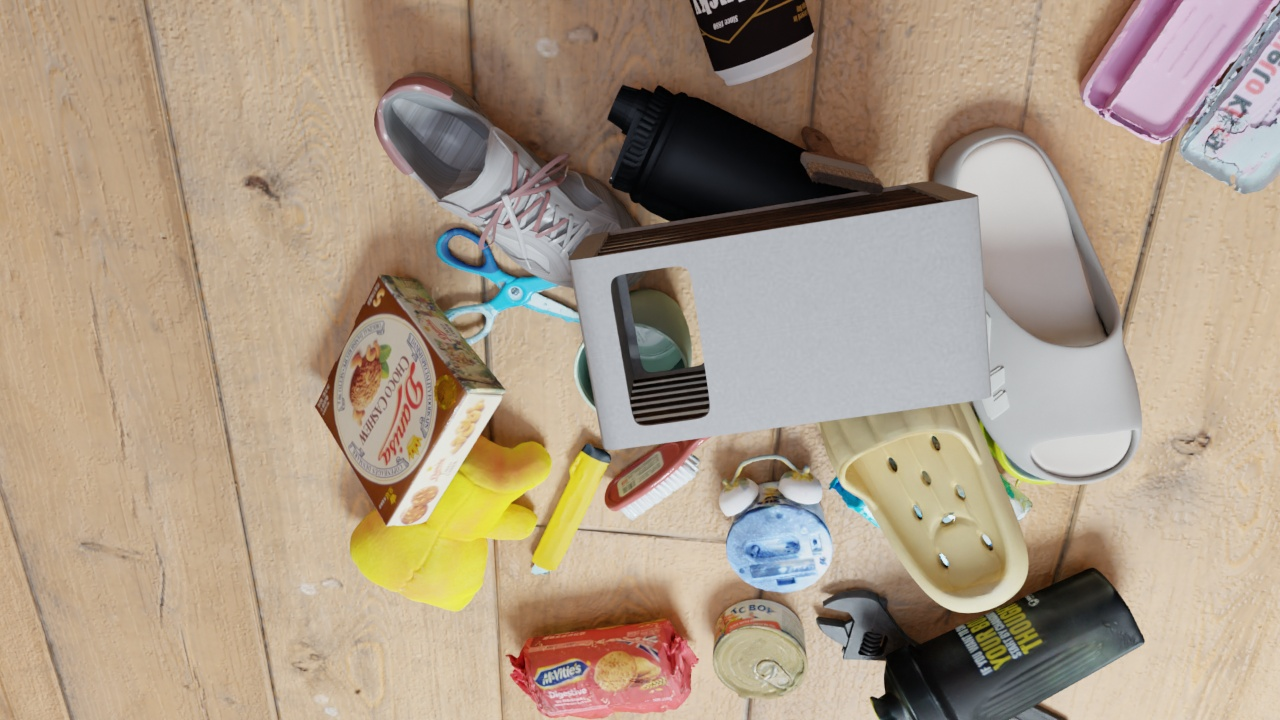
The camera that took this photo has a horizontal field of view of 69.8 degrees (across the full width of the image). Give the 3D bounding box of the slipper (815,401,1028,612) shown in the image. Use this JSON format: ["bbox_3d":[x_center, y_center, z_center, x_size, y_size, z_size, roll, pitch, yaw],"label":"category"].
[{"bbox_3d":[0.193,0.062,0.669,0.111,0.079,0.261,-30,79,19],"label":"slipper"}]

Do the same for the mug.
[{"bbox_3d":[-0.004,0.004,0.709,0.084,0.103,0.111,13,114,1],"label":"mug"}]

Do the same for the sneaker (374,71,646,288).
[{"bbox_3d":[-0.097,-0.122,0.669,0.236,0.089,0.099,34,107,-8],"label":"sneaker"}]

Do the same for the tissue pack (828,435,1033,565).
[{"bbox_3d":[0.234,0.105,0.746,0.144,0.061,0.093,35,110,-10],"label":"tissue pack"}]

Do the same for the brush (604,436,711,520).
[{"bbox_3d":[0.041,0.079,0.777,0.173,0.041,0.030,-38,121,18],"label":"brush"}]

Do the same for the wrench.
[{"bbox_3d":[0.283,0.287,0.846,0.273,0.018,0.073,28,113,-7],"label":"wrench"}]

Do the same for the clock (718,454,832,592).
[{"bbox_3d":[0.115,0.137,0.781,0.089,0.051,0.125,-9,112,12],"label":"clock"}]

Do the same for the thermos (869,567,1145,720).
[{"bbox_3d":[0.306,0.260,0.782,0.221,0.098,0.098,-30,107,6],"label":"thermos"}]

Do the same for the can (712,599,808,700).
[{"bbox_3d":[0.110,0.266,0.844,0.086,0.043,0.086,3,114,7],"label":"can"}]

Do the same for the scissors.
[{"bbox_3d":[-0.108,-0.066,0.743,0.140,0.013,0.118,-13,108,12],"label":"scissors"}]

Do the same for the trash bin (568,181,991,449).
[{"bbox_3d":[0.083,-0.032,0.572,0.229,0.114,0.114,-8,105,5],"label":"trash bin"}]

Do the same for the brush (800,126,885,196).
[{"bbox_3d":[0.122,-0.137,0.608,0.045,0.143,0.008,10,116,-7],"label":"brush"}]

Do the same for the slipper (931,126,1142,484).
[{"bbox_3d":[0.278,-0.035,0.634,0.113,0.080,0.266,-16,93,7],"label":"slipper"}]

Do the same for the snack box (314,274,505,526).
[{"bbox_3d":[-0.190,0.031,0.737,0.147,0.041,0.143,48,117,29],"label":"snack box"}]

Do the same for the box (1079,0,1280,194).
[{"bbox_3d":[0.404,-0.225,0.592,0.152,0.037,0.202,26,114,-7],"label":"box"}]

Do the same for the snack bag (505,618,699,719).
[{"bbox_3d":[-0.033,0.291,0.856,0.176,0.082,0.082,-12,112,13],"label":"snack bag"}]

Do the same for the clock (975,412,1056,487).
[{"bbox_3d":[0.305,0.040,0.712,0.083,0.057,0.119,-14,105,13],"label":"clock"}]

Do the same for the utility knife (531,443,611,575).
[{"bbox_3d":[-0.067,0.138,0.826,0.030,0.017,0.159,26,114,1],"label":"utility knife"}]

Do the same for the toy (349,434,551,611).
[{"bbox_3d":[-0.165,0.142,0.803,0.134,0.087,0.194,32,113,-11],"label":"toy"}]

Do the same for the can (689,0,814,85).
[{"bbox_3d":[0.064,-0.255,0.603,0.072,0.071,0.128,-17,111,14],"label":"can"}]

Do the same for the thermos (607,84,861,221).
[{"bbox_3d":[0.065,-0.126,0.652,0.198,0.086,0.086,25,114,-4],"label":"thermos"}]
